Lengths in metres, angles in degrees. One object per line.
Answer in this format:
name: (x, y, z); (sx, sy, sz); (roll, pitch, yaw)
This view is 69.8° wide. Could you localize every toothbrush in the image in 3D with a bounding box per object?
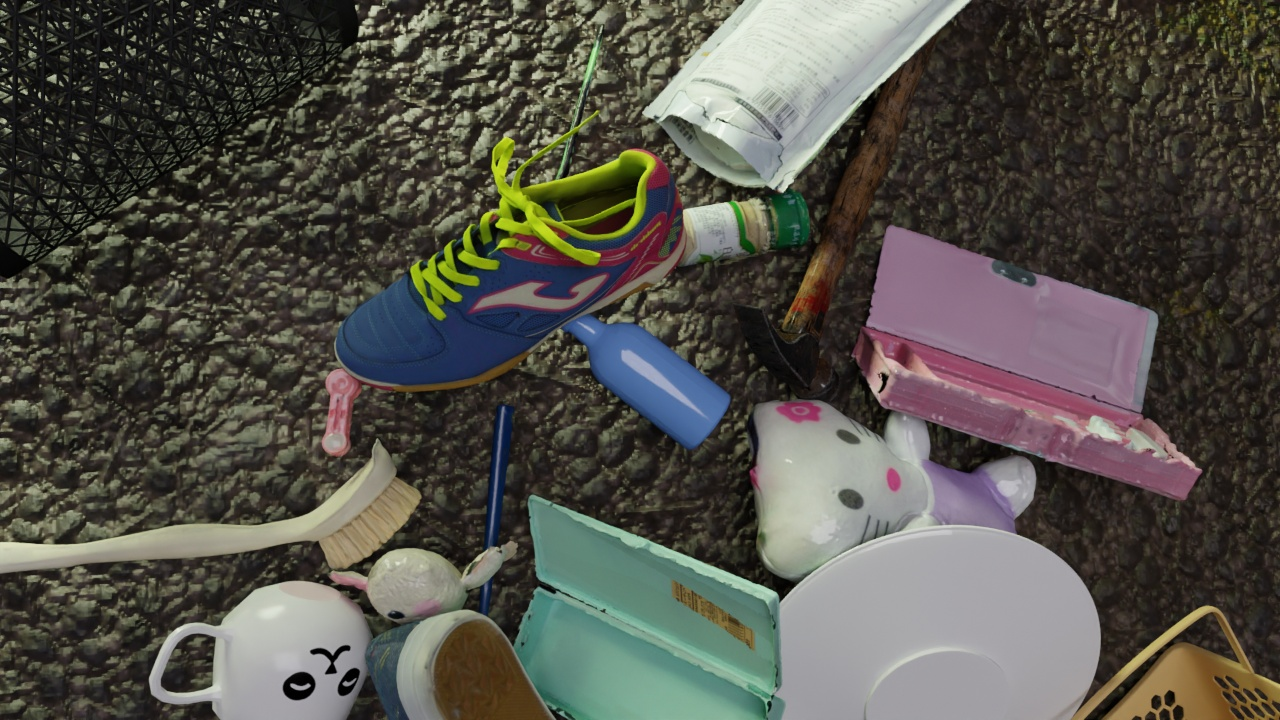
toothbrush: (-0.048, -0.152, 0.650); (0.017, 0.014, 0.188); (18, 81, -20)
toothbrush: (-0.096, 0.124, 0.609); (0.017, 0.016, 0.190); (6, 82, -16)

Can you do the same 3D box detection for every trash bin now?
trash bin: (-0.313, -0.203, 0.522); (0.242, 0.217, 0.217); (-35, 90, -18)

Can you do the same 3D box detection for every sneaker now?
sneaker: (-0.092, 0.249, 0.559); (0.087, 0.079, 0.235); (-40, 117, -46)
sneaker: (-0.090, -0.065, 0.578); (0.242, 0.091, 0.116); (-26, 60, -3)

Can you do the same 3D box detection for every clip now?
clip: (-0.197, 0.035, 0.606); (0.023, 0.041, 0.059); (9, 71, -12)

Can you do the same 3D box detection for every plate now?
plate: (0.183, 0.208, 0.578); (0.229, 0.030, 0.230); (-1, 115, -3)

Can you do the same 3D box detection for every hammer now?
hammer: (0.156, -0.138, 0.648); (0.033, 0.120, 0.329); (12, 70, 38)

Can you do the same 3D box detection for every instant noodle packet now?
instant noodle packet: (0.137, -0.239, 0.661); (0.147, 0.057, 0.269); (38, 77, 28)

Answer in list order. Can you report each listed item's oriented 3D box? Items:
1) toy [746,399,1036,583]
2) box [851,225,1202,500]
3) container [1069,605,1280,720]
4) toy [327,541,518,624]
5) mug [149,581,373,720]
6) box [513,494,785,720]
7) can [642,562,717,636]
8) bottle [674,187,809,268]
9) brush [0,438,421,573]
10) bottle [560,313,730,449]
toy: (0.166, 0.097, 0.618); (0.209, 0.086, 0.137); (15, 55, -10)
box: (0.272, 0.008, 0.666); (0.233, 0.075, 0.172); (18, 50, -6)
container: (0.354, 0.275, 0.606); (0.183, 0.129, 0.167); (-35, 101, -11)
toy: (-0.133, 0.139, 0.566); (0.112, 0.087, 0.050); (-1, 64, 1)
mug: (-0.218, 0.171, 0.536); (0.123, 0.090, 0.076); (15, 89, -43)
box: (-0.002, 0.165, 0.544); (0.056, 0.187, 0.138); (5, 98, -52)
can: (0.033, 0.183, 0.601); (0.054, 0.059, 0.099); (39, 78, -3)
bottle: (0.062, -0.092, 0.646); (0.110, 0.043, 0.042); (-11, 85, -10)
brush: (-0.272, 0.107, 0.566); (0.272, 0.062, 0.077); (-10, 91, -5)
bottle: (-0.004, 0.004, 0.621); (0.131, 0.048, 0.048); (38, 79, -3)
